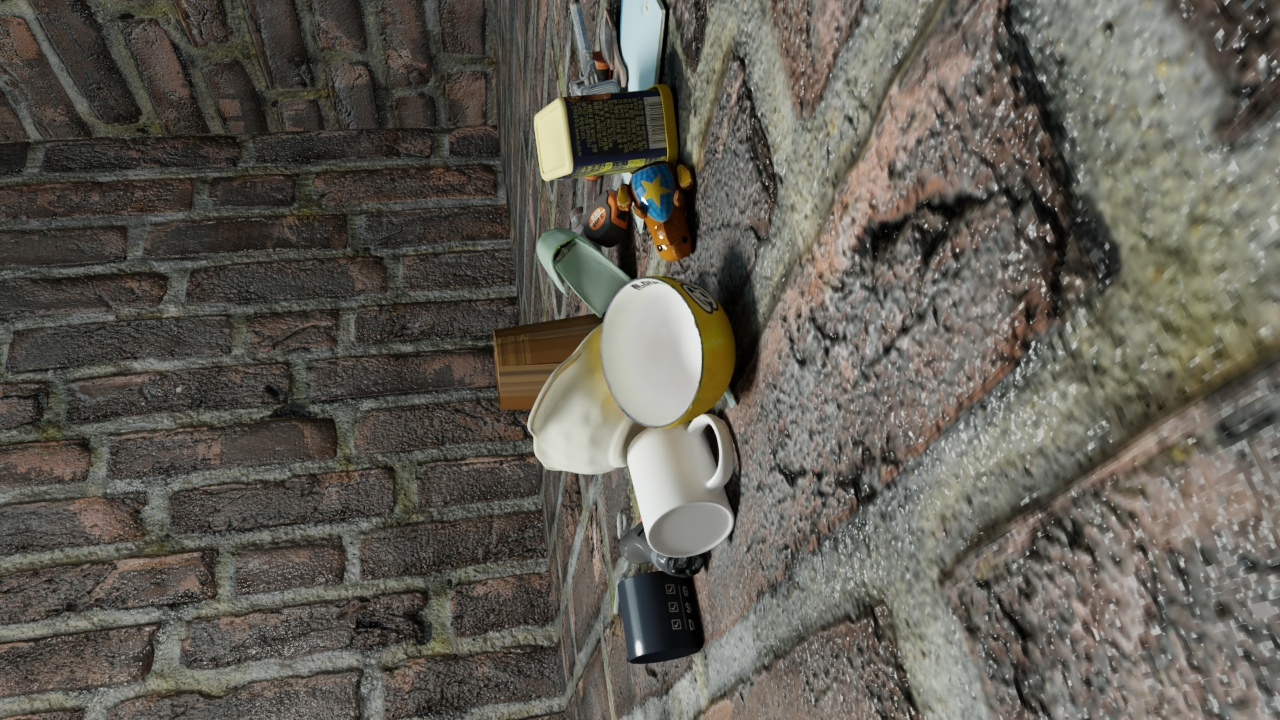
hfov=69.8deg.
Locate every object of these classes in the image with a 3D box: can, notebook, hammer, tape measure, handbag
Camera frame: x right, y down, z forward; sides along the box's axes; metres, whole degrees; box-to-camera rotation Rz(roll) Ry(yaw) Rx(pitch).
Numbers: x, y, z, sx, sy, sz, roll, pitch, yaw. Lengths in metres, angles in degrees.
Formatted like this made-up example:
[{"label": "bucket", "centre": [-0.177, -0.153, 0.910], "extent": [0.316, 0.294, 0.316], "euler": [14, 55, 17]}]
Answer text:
[{"label": "can", "centre": [-0.037, -0.215, 0.881], "extent": [0.135, 0.104, 0.075], "euler": [-159, 60, -72]}, {"label": "notebook", "centre": [-0.005, -0.291, 0.979], "extent": [0.254, 0.009, 0.180], "euler": [96, 165, -45]}, {"label": "hammer", "centre": [-0.077, -0.411, 0.988], "extent": [0.098, 0.044, 0.322], "euler": [-119, 15, -66]}, {"label": "tape measure", "centre": [-0.038, -0.166, 1.108], "extent": [0.058, 0.038, 0.058], "euler": [-47, 45, 23]}, {"label": "hammer", "centre": [-0.063, -0.259, 1.225], "extent": [0.315, 0.035, 0.137], "euler": [99, 162, -50]}, {"label": "handbag", "centre": [-0.074, -0.111, 1.117], "extent": [0.106, 0.067, 0.122], "euler": [42, -178, -20]}]

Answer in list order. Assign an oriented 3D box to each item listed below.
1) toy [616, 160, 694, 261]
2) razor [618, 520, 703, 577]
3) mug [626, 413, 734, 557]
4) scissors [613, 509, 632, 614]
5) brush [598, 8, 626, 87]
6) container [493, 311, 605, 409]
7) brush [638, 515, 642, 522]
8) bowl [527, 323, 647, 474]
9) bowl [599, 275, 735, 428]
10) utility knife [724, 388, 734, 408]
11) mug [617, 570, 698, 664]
[{"label": "toy", "centre": [0.025, -0.134, 0.834], "extent": [0.103, 0.071, 0.090], "euler": [-23, -85, -78]}, {"label": "razor", "centre": [0.019, 0.184, 0.903], "extent": [0.063, 0.052, 0.141], "euler": [49, 158, -5]}, {"label": "mug", "centre": [0.042, 0.096, 0.772], "extent": [0.111, 0.073, 0.090], "euler": [-55, 32, 31]}, {"label": "scissors", "centre": [-0.008, 0.221, 1.026], "extent": [0.142, 0.014, 0.157], "euler": [66, -154, -53]}, {"label": "brush", "centre": [-0.034, -0.346, 1.033], "extent": [0.135, 0.015, 0.050], "euler": [-104, 13, -45]}, {"label": "container", "centre": [-0.097, 0.005, 1.156], "extent": [0.132, 0.167, 0.132], "euler": [175, 91, -79]}, {"label": "brush", "centre": [0.025, 0.153, 0.952], "extent": [0.030, 0.040, 0.173], "euler": [56, 151, 34]}, {"label": "bowl", "centre": [-0.010, 0.035, 0.828], "extent": [0.060, 0.218, 0.189], "euler": [35, 112, 22]}, {"label": "bowl", "centre": [0.030, -0.008, 0.718], "extent": [0.117, 0.067, 0.117], "euler": [8, 100, 48]}, {"label": "utility knife", "centre": [0.056, -0.014, 0.781], "extent": [0.165, 0.015, 0.022], "euler": [-113, 22, -49]}, {"label": "mug", "centre": [0.023, 0.267, 0.944], "extent": [0.105, 0.071, 0.077], "euler": [50, -153, -60]}]
